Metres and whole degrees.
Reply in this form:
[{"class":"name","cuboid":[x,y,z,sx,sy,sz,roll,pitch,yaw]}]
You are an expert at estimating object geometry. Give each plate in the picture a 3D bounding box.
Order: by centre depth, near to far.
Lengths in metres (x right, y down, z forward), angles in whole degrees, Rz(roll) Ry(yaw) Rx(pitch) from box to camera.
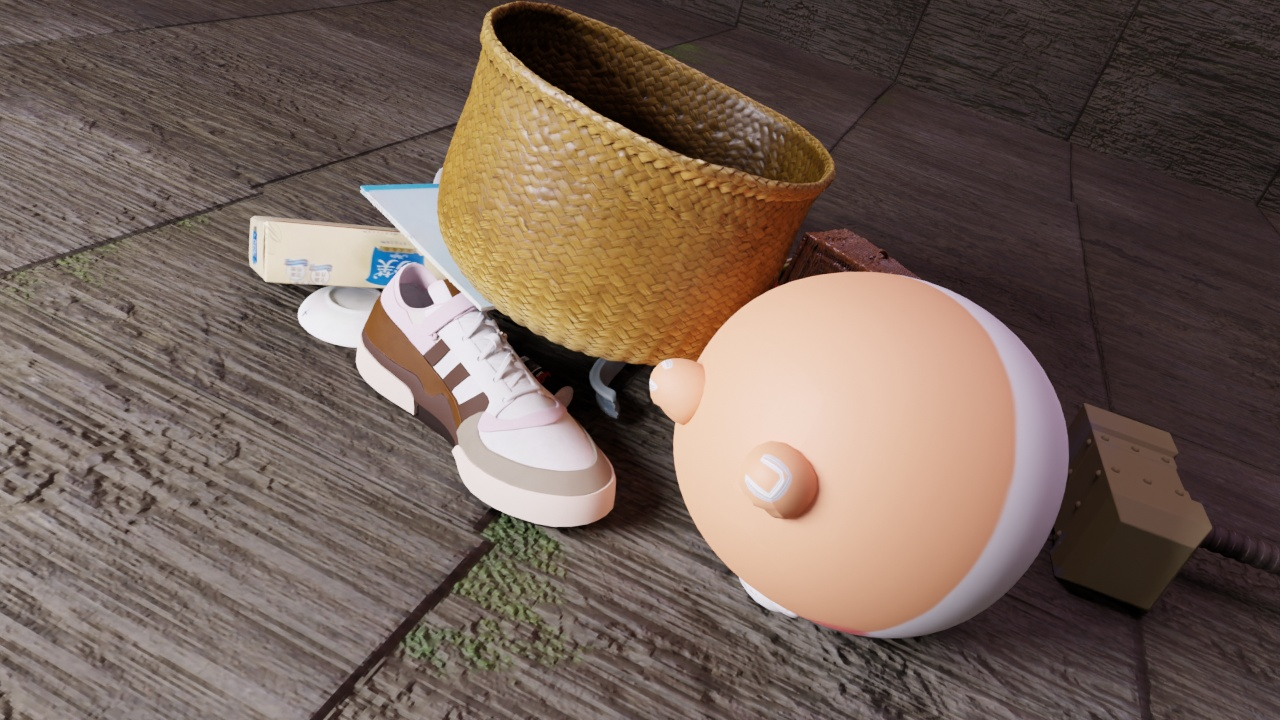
[{"class":"plate","cuboid":[-0.272,-0.050,0.879,0.104,0.026,0.104,13,30,-8]}]

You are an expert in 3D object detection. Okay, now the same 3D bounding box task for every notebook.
[{"class":"notebook","cuboid":[-0.107,-0.117,0.858,0.181,0.009,0.252,42,34,24]}]

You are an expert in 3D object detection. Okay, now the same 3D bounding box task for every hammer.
[{"class":"hammer","cuboid":[0.552,0.173,0.837,0.325,0.101,0.189,20,30,7]}]

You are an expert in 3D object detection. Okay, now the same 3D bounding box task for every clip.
[{"class":"clip","cuboid":[-0.009,0.008,0.879,0.169,0.031,0.164,5,34,36]}]

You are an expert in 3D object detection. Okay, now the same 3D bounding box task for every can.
[{"class":"can","cuboid":[-0.101,0.017,0.846,0.080,0.032,0.031,33,34,26]}]

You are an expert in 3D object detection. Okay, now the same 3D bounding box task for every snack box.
[{"class":"snack box","cuboid":[-0.259,-0.102,0.883,0.207,0.055,0.153,2,8,-27]}]

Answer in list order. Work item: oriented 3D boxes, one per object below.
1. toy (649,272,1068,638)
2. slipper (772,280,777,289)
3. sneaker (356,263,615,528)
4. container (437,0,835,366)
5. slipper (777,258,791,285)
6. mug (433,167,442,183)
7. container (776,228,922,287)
[{"class":"toy","cuboid":[0.148,0.066,0.659,0.280,0.266,0.263,13,20,-36]},{"class":"slipper","cuboid":[0.116,-0.143,1.076,0.059,0.103,0.248,-29,40,7]},{"class":"sneaker","cuboid":[-0.121,0.014,0.756,0.111,0.117,0.294,-17,44,-43]},{"class":"container","cuboid":[-0.014,-0.136,0.750,0.307,0.197,0.306,20,27,-11]},{"class":"slipper","cuboid":[0.183,-0.090,1.118,0.092,0.082,0.190,24,33,18]},{"class":"mug","cuboid":[-0.187,-0.202,1.082,0.094,0.121,0.085,-5,8,-34]},{"class":"container","cuboid":[0.181,-0.017,0.877,0.113,0.199,0.113,36,24,23]}]
